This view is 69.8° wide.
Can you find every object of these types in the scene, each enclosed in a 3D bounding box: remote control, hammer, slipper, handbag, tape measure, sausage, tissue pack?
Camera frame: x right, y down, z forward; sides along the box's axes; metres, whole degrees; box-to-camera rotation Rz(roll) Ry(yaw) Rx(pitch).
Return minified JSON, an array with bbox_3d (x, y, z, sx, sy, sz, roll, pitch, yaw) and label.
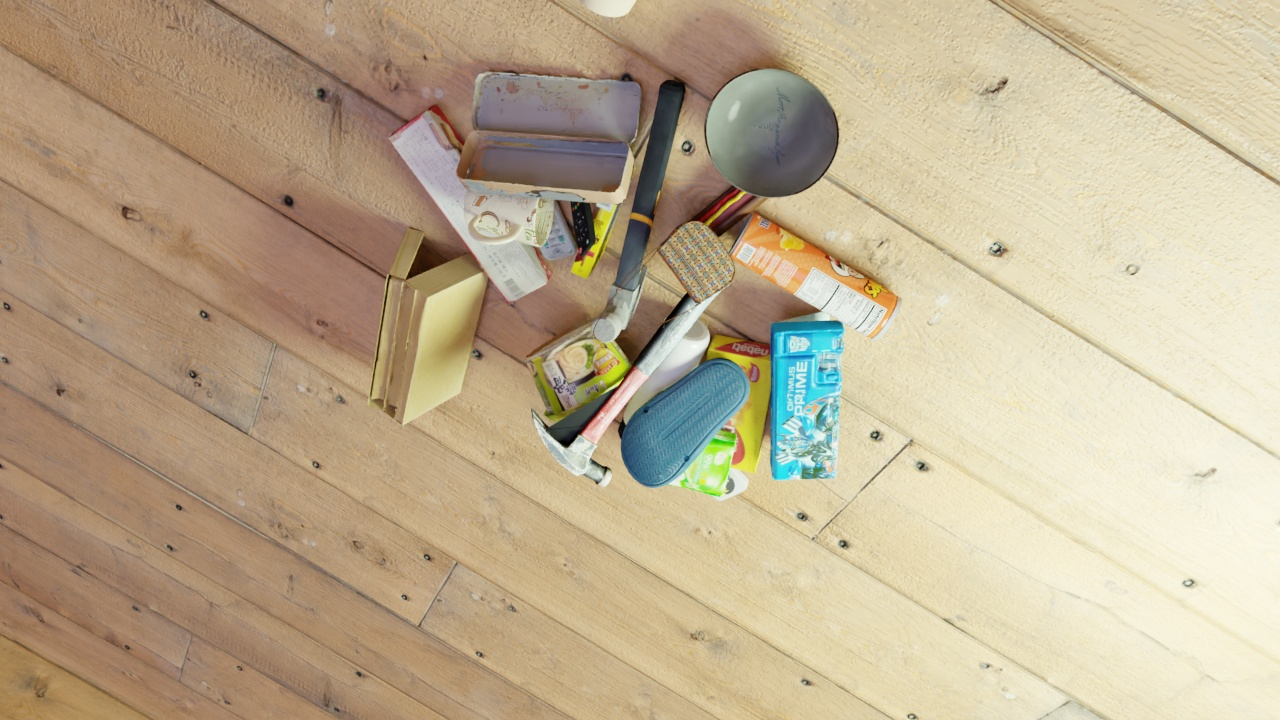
[{"bbox_3d":[-0.128,-0.197,1.214,0.050,0.022,0.133,-10,118,26],"label":"remote control"},{"bbox_3d":[-0.007,0.007,1.180,0.140,0.036,0.326,36,100,-19],"label":"hammer"},{"bbox_3d":[0.057,0.079,1.235,0.104,0.059,0.214,46,104,7],"label":"slipper"},{"bbox_3d":[0.003,-0.184,1.123,0.035,0.139,0.313,18,117,7],"label":"hammer"},{"bbox_3d":[0.021,-0.083,1.105,0.093,0.195,0.043,53,167,-9],"label":"handbag"},{"bbox_3d":[0.122,0.177,1.381,0.064,0.016,0.065,45,126,-13],"label":"tape measure"},{"bbox_3d":[0.102,-0.181,1.131,0.040,0.040,0.156,45,126,-13],"label":"sausage"},{"bbox_3d":[-0.075,-0.191,1.151,0.010,0.124,0.039,1,155,-28],"label":"remote control"},{"bbox_3d":[0.080,0.139,1.302,0.099,0.034,0.114,12,129,4],"label":"tissue pack"}]

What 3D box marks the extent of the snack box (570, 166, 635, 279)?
[{"bbox_3d":[-0.048,-0.179,1.173,0.025,0.061,0.149,25,127,1],"label":"snack box"}]

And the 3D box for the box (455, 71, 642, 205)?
[{"bbox_3d":[-0.110,-0.270,1.110,0.217,0.063,0.157,7,92,16],"label":"box"}]

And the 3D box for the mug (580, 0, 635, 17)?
[{"bbox_3d":[-0.035,-0.440,0.986,0.111,0.085,0.105,49,142,19],"label":"mug"}]

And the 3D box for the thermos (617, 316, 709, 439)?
[{"bbox_3d":[0.043,0.043,1.292,0.101,0.068,0.231,17,129,-8],"label":"thermos"}]

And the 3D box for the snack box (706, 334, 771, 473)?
[{"bbox_3d":[0.132,0.063,1.283,0.092,0.042,0.201,12,126,11],"label":"snack box"}]

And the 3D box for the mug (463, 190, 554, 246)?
[{"bbox_3d":[-0.172,-0.178,1.148,0.097,0.121,0.081,10,134,9],"label":"mug"}]

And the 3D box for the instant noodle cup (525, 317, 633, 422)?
[{"bbox_3d":[-0.087,0.009,1.269,0.146,0.145,0.098,-23,102,31],"label":"instant noodle cup"}]

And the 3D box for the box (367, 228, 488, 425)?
[{"bbox_3d":[-0.324,-0.042,1.326,0.148,0.140,0.249,28,128,10],"label":"box"}]

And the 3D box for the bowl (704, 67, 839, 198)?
[{"bbox_3d":[0.151,-0.264,1.043,0.151,0.056,0.151,8,122,13],"label":"bowl"}]

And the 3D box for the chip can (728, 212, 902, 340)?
[{"bbox_3d":[0.213,-0.103,1.128,0.210,0.062,0.062,30,128,-1],"label":"chip can"}]

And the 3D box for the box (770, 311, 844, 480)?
[{"bbox_3d":[0.217,0.049,1.223,0.091,0.066,0.244,-2,124,5],"label":"box"}]

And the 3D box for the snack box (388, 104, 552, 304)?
[{"bbox_3d":[-0.224,-0.205,1.232,0.077,0.044,0.273,-25,112,25],"label":"snack box"}]
